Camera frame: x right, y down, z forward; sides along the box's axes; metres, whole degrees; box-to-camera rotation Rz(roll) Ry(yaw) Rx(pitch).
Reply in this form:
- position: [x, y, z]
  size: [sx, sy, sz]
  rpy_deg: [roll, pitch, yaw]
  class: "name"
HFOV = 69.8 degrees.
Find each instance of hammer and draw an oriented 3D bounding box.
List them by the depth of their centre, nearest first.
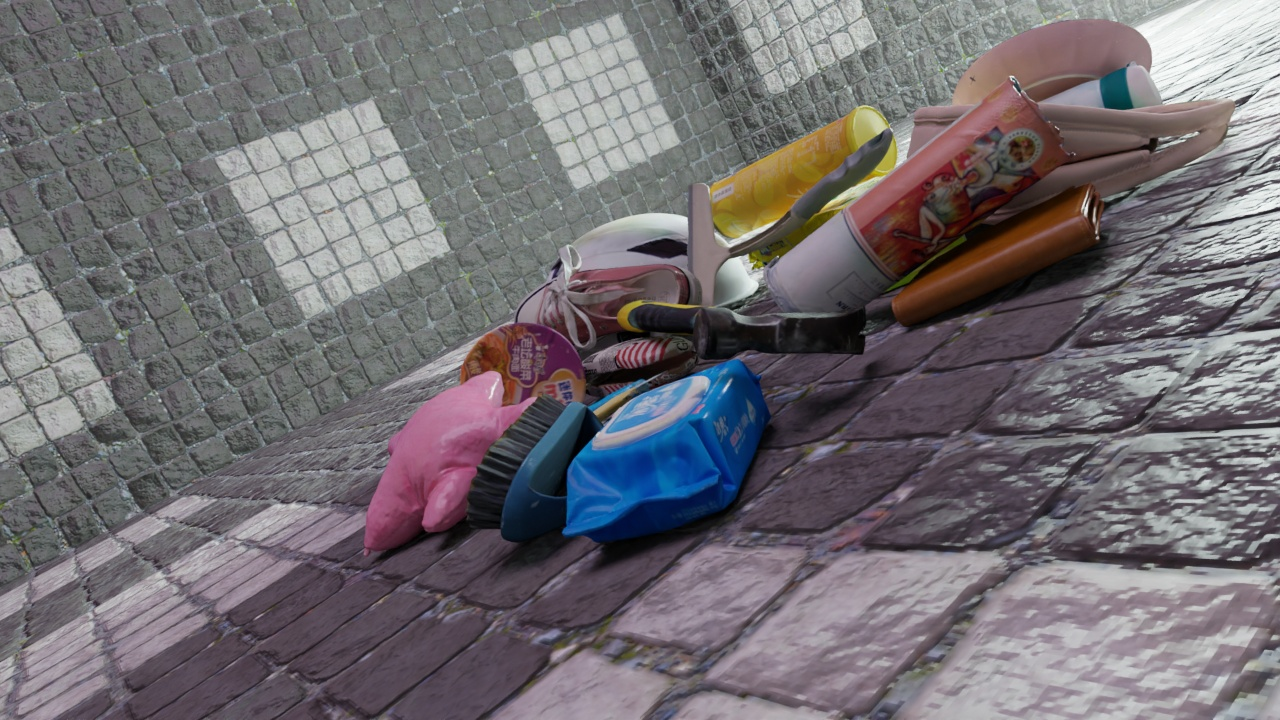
- position: [0.052, -0.027, 0.673]
  size: [0.126, 0.032, 0.323]
  rpy_deg: [0, 4, -17]
  class: "hammer"

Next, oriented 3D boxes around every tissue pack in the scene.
- position: [0.016, 0.048, 0.521]
  size: [0.095, 0.052, 0.156]
  rpy_deg: [-23, 10, 23]
  class: "tissue pack"

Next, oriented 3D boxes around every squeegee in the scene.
- position: [0.147, -0.145, 0.893]
  size: [0.247, 0.039, 0.245]
  rpy_deg: [-32, 40, 35]
  class: "squeegee"

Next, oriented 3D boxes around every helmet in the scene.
- position: [-0.006, -0.097, 1.082]
  size: [0.259, 0.146, 0.228]
  rpy_deg: [-21, 11, 29]
  class: "helmet"

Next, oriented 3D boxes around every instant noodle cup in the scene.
- position: [-0.112, 0.023, 0.863]
  size: [0.111, 0.111, 0.099]
  rpy_deg: [-28, 2, -10]
  class: "instant noodle cup"

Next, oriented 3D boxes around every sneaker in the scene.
- position: [-0.054, -0.059, 0.931]
  size: [0.242, 0.118, 0.087]
  rpy_deg: [-5, -14, 40]
  class: "sneaker"

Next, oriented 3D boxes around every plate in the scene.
- position: [0.426, -0.272, 0.952]
  size: [0.192, 0.039, 0.193]
  rpy_deg: [0, -22, 0]
  class: "plate"

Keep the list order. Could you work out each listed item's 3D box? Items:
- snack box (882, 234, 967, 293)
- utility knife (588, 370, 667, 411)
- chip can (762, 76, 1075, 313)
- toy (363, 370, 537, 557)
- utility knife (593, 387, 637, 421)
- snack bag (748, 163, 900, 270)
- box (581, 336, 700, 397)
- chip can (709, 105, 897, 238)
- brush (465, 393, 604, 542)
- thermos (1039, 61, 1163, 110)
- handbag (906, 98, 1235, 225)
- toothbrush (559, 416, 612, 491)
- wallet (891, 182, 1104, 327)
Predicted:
- position: [0.200, -0.077, 0.785]
  size: [0.157, 0.026, 0.085]
  rpy_deg: [-22, 10, 21]
  class: "snack box"
- position: [-0.048, 0.048, 0.750]
  size: [0.166, 0.018, 0.034]
  rpy_deg: [-29, -2, 17]
  class: "utility knife"
- position: [0.192, -0.103, 0.653]
  size: [0.215, 0.071, 0.071]
  rpy_deg: [-39, 3, 27]
  class: "chip can"
- position: [-0.159, 0.081, 0.728]
  size: [0.178, 0.074, 0.195]
  rpy_deg: [-47, 26, -13]
  class: "toy"
- position: [-0.058, 0.060, 0.703]
  size: [0.152, 0.018, 0.030]
  rpy_deg: [-40, 2, 30]
  class: "utility knife"
- position: [0.230, -0.146, 0.952]
  size: [0.157, 0.068, 0.247]
  rpy_deg: [-31, 11, -23]
  class: "snack bag"
- position: [-0.003, 0.011, 0.832]
  size: [0.074, 0.064, 0.164]
  rpy_deg: [-1, -1, -24]
  class: "box"
- position: [0.163, -0.192, 0.969]
  size: [0.071, 0.072, 0.214]
  rpy_deg: [-34, 10, -40]
  class: "chip can"
- position: [-0.054, 0.068, 0.579]
  size: [0.073, 0.055, 0.143]
  rpy_deg: [15, 21, 8]
  class: "brush"
- position: [0.399, -0.222, 0.922]
  size: [0.225, 0.073, 0.073]
  rpy_deg: [-19, 12, 39]
  class: "thermos"
- position: [0.352, -0.177, 0.742]
  size: [0.234, 0.093, 0.193]
  rpy_deg: [-10, 14, -1]
  class: "handbag"
- position: [-0.050, 0.074, 0.667]
  size: [0.016, 0.018, 0.191]
  rpy_deg: [-21, 11, 24]
  class: "toothbrush"
- position: [0.243, -0.075, 0.621]
  size: [0.131, 0.035, 0.118]
  rpy_deg: [-28, 3, 36]
  class: "wallet"
